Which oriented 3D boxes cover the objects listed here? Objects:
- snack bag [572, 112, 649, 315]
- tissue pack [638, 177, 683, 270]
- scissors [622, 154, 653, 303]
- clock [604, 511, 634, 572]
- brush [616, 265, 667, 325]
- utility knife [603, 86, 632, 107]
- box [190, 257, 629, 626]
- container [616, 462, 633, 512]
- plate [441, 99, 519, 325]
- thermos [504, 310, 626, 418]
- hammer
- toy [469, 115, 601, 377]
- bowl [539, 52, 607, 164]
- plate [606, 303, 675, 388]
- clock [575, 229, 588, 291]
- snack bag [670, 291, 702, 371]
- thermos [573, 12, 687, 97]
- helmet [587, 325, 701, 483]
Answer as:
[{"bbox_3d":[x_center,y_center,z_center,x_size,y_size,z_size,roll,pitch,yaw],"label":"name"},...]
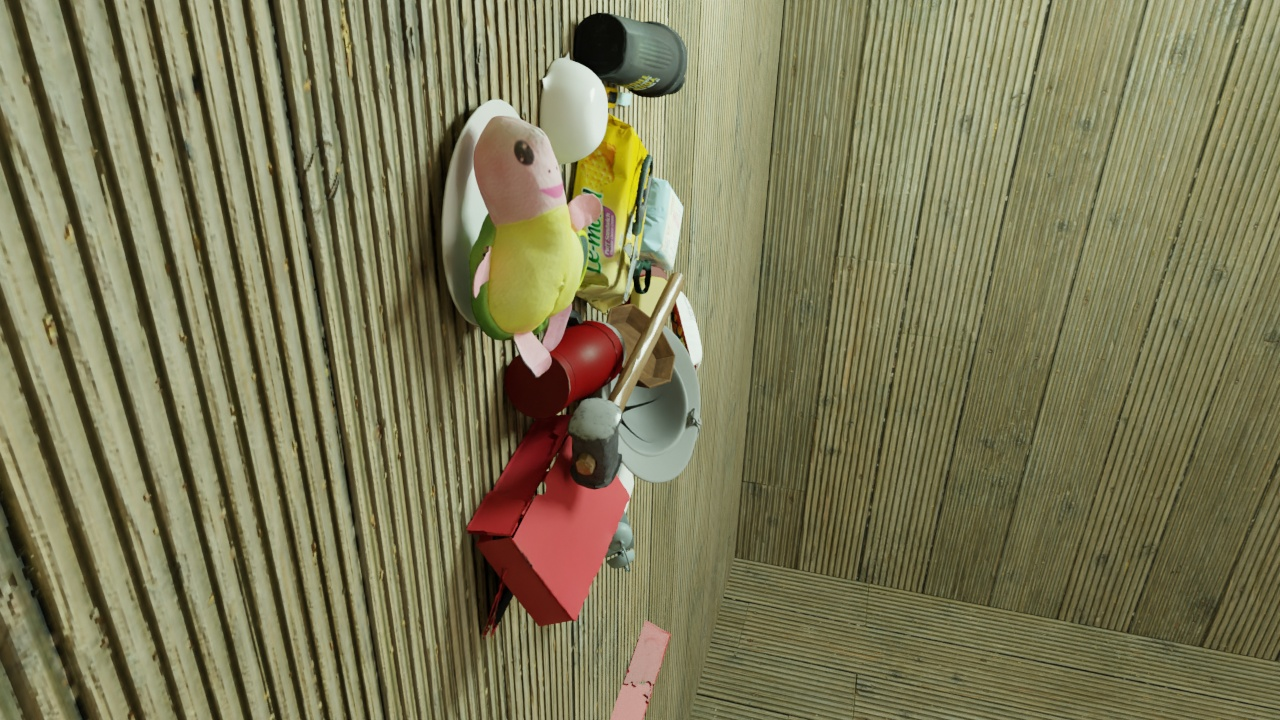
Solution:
[{"bbox_3d":[-0.038,-0.187,1.169,0.159,0.068,0.247,20,78,-76],"label":"snack bag"},{"bbox_3d":[0.018,-0.205,1.402,0.182,0.070,0.112,26,73,-79],"label":"tissue pack"},{"bbox_3d":[0.000,-0.144,1.175,0.204,0.015,0.201,79,21,-65],"label":"scissors"},{"bbox_3d":[-0.048,0.218,1.257,0.123,0.045,0.159,85,-21,-52],"label":"clock"},{"bbox_3d":[0.004,-0.060,1.404,0.082,0.042,0.173,-6,107,-42],"label":"brush"},{"bbox_3d":[-0.042,-0.341,1.182,0.224,0.019,0.030,-51,156,-71],"label":"utility knife"},{"bbox_3d":[-0.230,0.087,1.027,0.172,0.478,0.213,-62,-179,38],"label":"box"},{"bbox_3d":[-0.046,0.188,1.412,0.129,0.049,0.080,80,22,-53],"label":"container"},{"bbox_3d":[-0.144,-0.137,0.860,0.208,0.015,0.208,9,89,-77],"label":"plate"},{"bbox_3d":[-0.086,-0.005,1.066,0.108,0.084,0.198,69,20,-5],"label":"thermos"},{"bbox_3d":[-0.007,0.006,1.095,0.098,0.052,0.327,92,19,-46],"label":"hammer"},{"bbox_3d":[-0.103,-0.098,0.828,0.189,0.088,0.238,-40,136,-42],"label":"toy"},{"bbox_3d":[-0.068,-0.274,1.019,0.114,0.051,0.114,9,89,-77],"label":"bowl"},{"bbox_3d":[-0.007,-0.017,1.265,0.131,0.025,0.131,29,44,-32],"label":"plate"},{"bbox_3d":[-0.098,-0.098,0.997,0.083,0.057,0.119,37,69,-76],"label":"clock"},{"bbox_3d":[0.071,-0.047,1.456,0.144,0.039,0.130,56,20,-81],"label":"snack bag"},{"bbox_3d":[-0.010,-0.380,1.135,0.220,0.098,0.098,-31,128,-66],"label":"thermos"},{"bbox_3d":[-0.017,0.070,1.314,0.183,0.118,0.270,35,45,-26],"label":"helmet"}]
